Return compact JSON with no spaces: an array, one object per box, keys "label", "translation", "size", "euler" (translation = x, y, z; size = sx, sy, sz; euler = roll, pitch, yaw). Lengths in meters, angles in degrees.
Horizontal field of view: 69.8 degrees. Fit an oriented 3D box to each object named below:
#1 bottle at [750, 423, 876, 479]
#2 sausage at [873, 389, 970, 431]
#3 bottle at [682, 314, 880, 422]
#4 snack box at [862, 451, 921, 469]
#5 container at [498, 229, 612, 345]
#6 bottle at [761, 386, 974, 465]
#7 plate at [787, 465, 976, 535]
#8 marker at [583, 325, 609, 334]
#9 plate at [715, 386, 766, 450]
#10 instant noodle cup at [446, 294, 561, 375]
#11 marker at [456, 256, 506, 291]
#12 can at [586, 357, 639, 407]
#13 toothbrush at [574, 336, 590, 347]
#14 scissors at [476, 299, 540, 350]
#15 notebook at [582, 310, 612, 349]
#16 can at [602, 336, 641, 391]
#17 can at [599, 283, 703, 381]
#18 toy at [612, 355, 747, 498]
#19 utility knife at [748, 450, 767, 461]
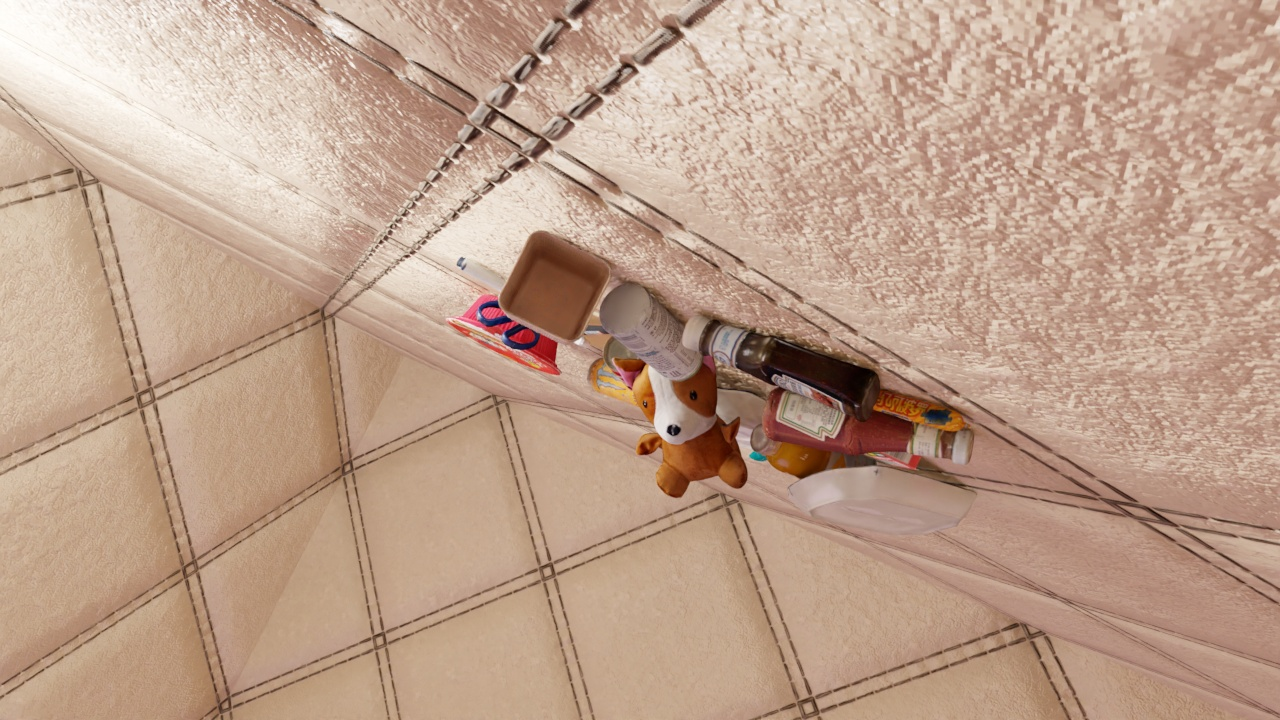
[{"label":"bottle","translation":[0.218,0.120,1.160],"size":[0.189,0.068,0.068],"euler":[20,175,-33]},{"label":"sausage","translation":[0.239,0.041,0.887],"size":[0.165,0.021,0.021],"euler":[17,168,40]},{"label":"bottle","translation":[0.133,0.002,0.891],"size":[0.195,0.044,0.080],"euler":[22,169,24]},{"label":"snack box","translation":[0.267,0.095,1.056],"size":[0.077,0.027,0.156],"euler":[24,177,4]},{"label":"container","translation":[-0.089,-0.068,0.941],"size":[0.090,0.090,0.111],"euler":[26,173,-5]},{"label":"bottle","translation":[0.228,0.070,0.931],"size":[0.206,0.059,0.060],"euler":[9,165,24]},{"label":"plate","translation":[0.311,0.186,1.172],"size":[0.265,0.034,0.162],"euler":[17,150,-33]},{"label":"marker","translation":[-0.067,-0.041,1.185],"size":[0.018,0.015,0.124],"euler":[27,167,-33]},{"label":"plate","translation":[0.129,0.080,1.245],"size":[0.205,0.045,0.205],"euler":[16,168,3]},{"label":"instant noodle cup","translation":[-0.197,-0.045,1.411],"size":[0.194,0.065,0.194],"euler":[25,172,4]},{"label":"marker","translation":[-0.187,-0.099,1.220],"size":[0.130,0.022,0.018],"euler":[29,177,-30]},{"label":"can","translation":[-0.012,0.038,1.407],"size":[0.146,0.058,0.058],"euler":[17,168,40]},{"label":"toothbrush","translation":[-0.133,-0.054,1.282],"size":[0.180,0.016,0.016],"euler":[28,175,40]},{"label":"scissors","translation":[-0.123,-0.059,1.035],"size":[0.125,0.012,0.173],"euler":[26,-150,-10]},{"label":"notebook","translation":[-0.046,-0.036,1.240],"size":[0.149,0.012,0.211],"euler":[22,170,9]},{"label":"can","translation":[-0.007,0.007,1.186],"size":[0.053,0.053,0.133],"euler":[22,171,17]},{"label":"can","translation":[0.014,-0.027,0.982],"size":[0.058,0.058,0.146],"euler":[19,169,34]},{"label":"toy","translation":[0.051,0.072,1.106],"size":[0.140,0.200,0.130],"euler":[-12,-156,13]},{"label":"utility knife","translation":[0.167,0.129,1.270],"size":[0.029,0.012,0.151],"euler":[20,170,4]}]
